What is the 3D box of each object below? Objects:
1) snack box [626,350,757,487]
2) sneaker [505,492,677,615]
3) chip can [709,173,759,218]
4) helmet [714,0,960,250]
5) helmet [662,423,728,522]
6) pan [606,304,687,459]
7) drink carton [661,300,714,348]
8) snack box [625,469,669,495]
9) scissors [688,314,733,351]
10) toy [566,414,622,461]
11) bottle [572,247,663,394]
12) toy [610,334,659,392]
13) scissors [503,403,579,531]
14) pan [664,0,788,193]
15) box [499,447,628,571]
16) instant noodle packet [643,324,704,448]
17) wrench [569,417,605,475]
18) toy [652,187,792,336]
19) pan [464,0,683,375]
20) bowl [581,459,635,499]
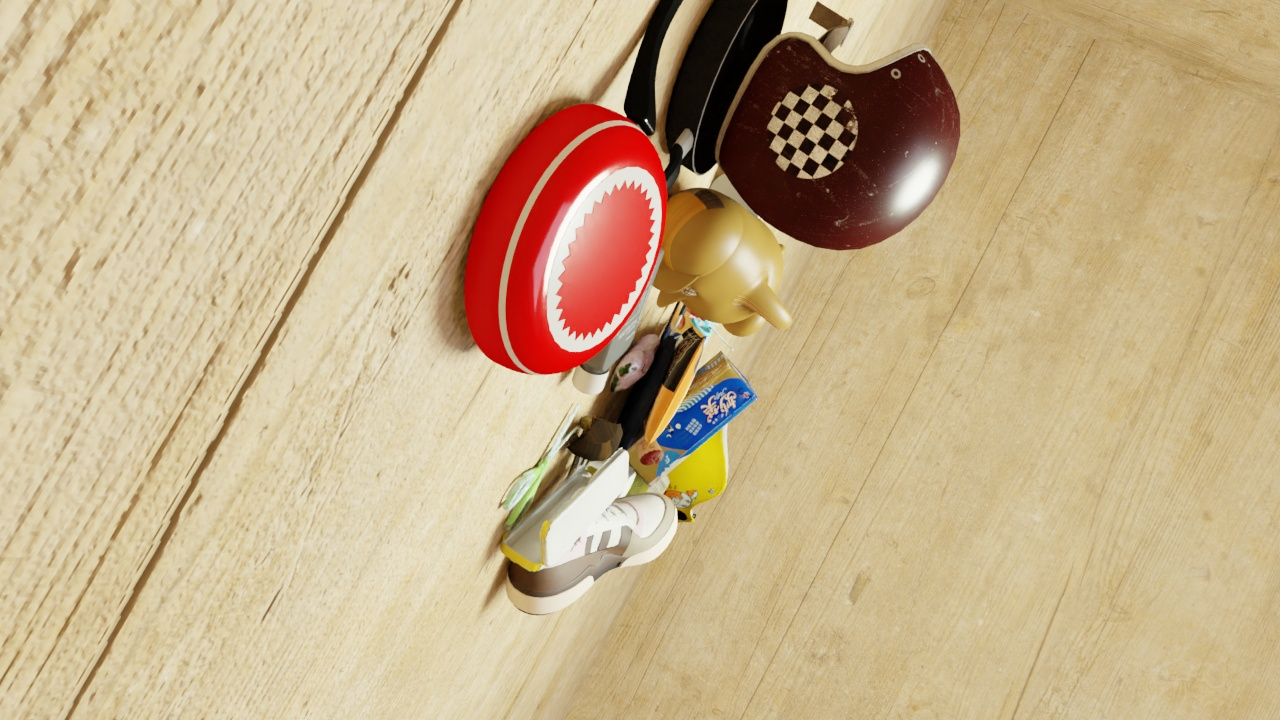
[{"bbox_3d":[0.070,0.084,1.375,0.203,0.069,0.155,-41,-174,7],"label":"snack box"},{"bbox_3d":[-0.060,0.226,1.253,0.293,0.112,0.117,-20,130,-39],"label":"sneaker"},{"bbox_3d":[0.160,-0.239,1.290,0.075,0.075,0.214,-67,168,24],"label":"chip can"},{"bbox_3d":[0.198,-0.240,0.941,0.234,0.253,0.233,-54,165,12],"label":"helmet"},{"bbox_3d":[0.044,0.163,1.561,0.241,0.139,0.208,-52,-156,45],"label":"helmet"},{"bbox_3d":[0.031,-0.015,1.308,0.356,0.021,0.199,-64,-176,-9],"label":"pan"},{"bbox_3d":[0.072,-0.040,1.399,0.130,0.064,0.040,-64,170,14],"label":"drink carton"},{"bbox_3d":[-0.040,0.236,1.428,0.180,0.121,0.045,-54,125,-40],"label":"snack box"},{"bbox_3d":[0.076,-0.064,1.230,0.015,0.135,0.135,-38,167,10],"label":"scissors"},{"bbox_3d":[-0.061,0.103,1.174,0.076,0.062,0.100,-21,167,-23],"label":"toy"},{"bbox_3d":[-0.035,-0.039,0.960,0.083,0.046,0.174,-47,162,-53],"label":"bottle"},{"bbox_3d":[-0.007,0.007,1.227,0.099,0.036,0.080,-50,173,-51],"label":"toy"},{"bbox_3d":[-0.118,0.129,1.084,0.170,0.028,0.139,-45,158,-46],"label":"scissors"},{"bbox_3d":[0.050,-0.232,0.885,0.354,0.044,0.204,-56,168,-28],"label":"pan"},{"bbox_3d":[-0.094,0.178,1.150,0.208,0.080,0.079,-39,135,-54],"label":"box"},{"bbox_3d":[0.042,0.030,1.273,0.160,0.032,0.220,-63,-176,6],"label":"instant noodle packet"},{"bbox_3d":[-0.107,0.193,1.287,0.274,0.010,0.069,-66,168,22],"label":"wrench"},{"bbox_3d":[0.081,-0.119,1.069,0.162,0.198,0.203,-46,150,3],"label":"toy"},{"bbox_3d":[-0.017,-0.151,0.701,0.356,0.067,0.209,-62,156,-5],"label":"pan"},{"bbox_3d":[-0.049,0.180,1.383,0.113,0.063,0.113,-57,168,-20],"label":"bowl"}]
